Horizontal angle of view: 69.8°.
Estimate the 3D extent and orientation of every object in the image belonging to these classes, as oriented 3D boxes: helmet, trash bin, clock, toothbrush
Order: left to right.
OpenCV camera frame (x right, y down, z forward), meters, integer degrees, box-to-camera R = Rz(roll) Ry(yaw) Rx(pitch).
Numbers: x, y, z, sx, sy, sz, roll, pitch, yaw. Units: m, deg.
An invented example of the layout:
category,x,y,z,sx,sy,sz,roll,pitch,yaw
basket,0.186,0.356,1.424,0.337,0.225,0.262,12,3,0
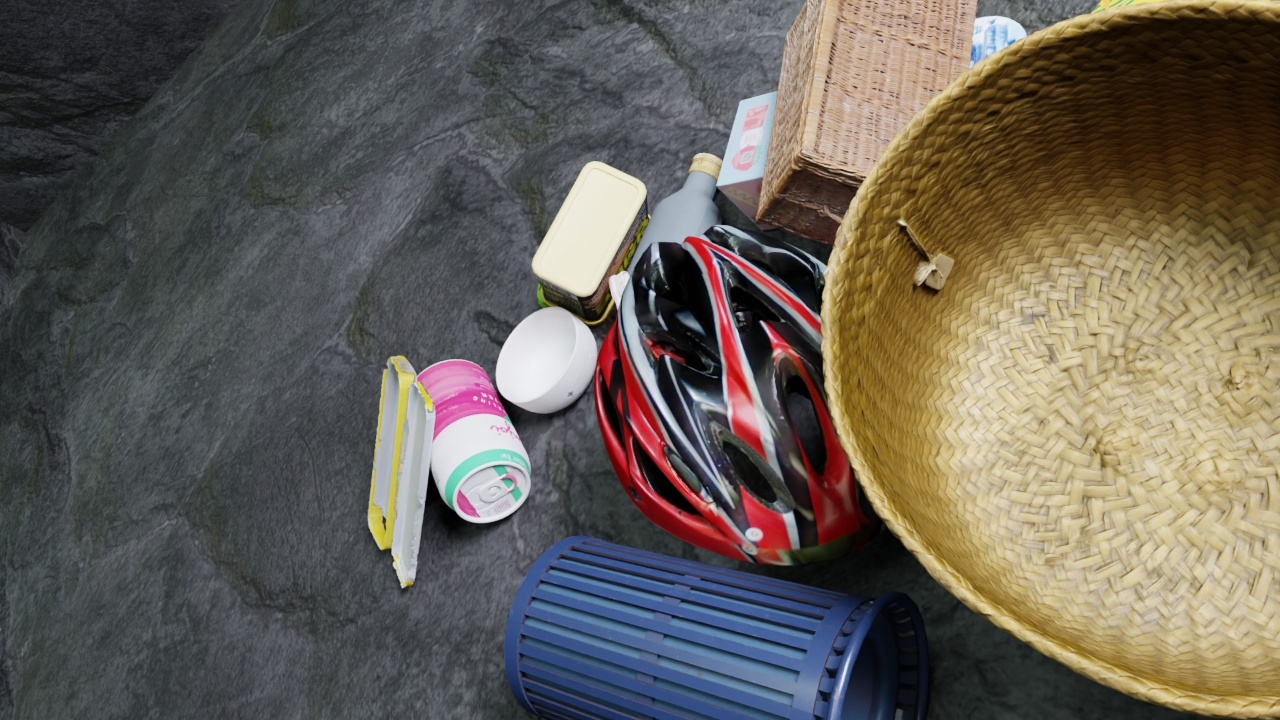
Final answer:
category,x,y,z,sx,sy,sz,roll,pitch,yaw
toothbrush,-0.005,0.005,0.818,0.018,0.015,0.181,-24,68,38
trash bin,0.037,0.194,0.585,0.250,0.139,0.139,4,67,37
helmet,0.077,0.018,0.641,0.217,0.167,0.271,-19,43,-10
clock,0.256,-0.222,0.739,0.126,0.052,0.088,-7,60,39

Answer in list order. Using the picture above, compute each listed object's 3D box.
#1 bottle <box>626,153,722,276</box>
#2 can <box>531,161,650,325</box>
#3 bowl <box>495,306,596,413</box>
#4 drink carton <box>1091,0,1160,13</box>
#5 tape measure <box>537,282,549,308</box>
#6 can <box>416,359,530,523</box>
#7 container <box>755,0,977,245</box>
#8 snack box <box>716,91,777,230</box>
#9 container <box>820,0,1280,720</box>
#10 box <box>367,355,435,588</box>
category,x,y,z,sx,sy,sz,roll,pitch,yaw
bottle,0.038,-0.121,0.872,0.072,0.046,0.161,9,71,44
can,-0.045,-0.111,0.883,0.072,0.101,0.130,26,81,7
bowl,-0.086,0.004,0.897,0.105,0.054,0.104,-20,54,30
drink carton,0.339,-0.212,0.668,0.122,0.041,0.058,-51,43,5
tape measure,-0.082,-0.083,0.961,0.059,0.036,0.065,-2,63,41
can,-0.169,0.075,0.899,0.088,0.088,0.166,-46,43,9
container,0.164,-0.187,0.683,0.113,0.113,0.198,128,156,-69
snack box,0.134,-0.176,0.798,0.095,0.079,0.092,-3,63,43
container,0.260,0.005,0.459,0.308,0.196,0.306,-11,69,28
box,-0.237,0.109,0.911,0.127,0.023,0.210,38,123,48
